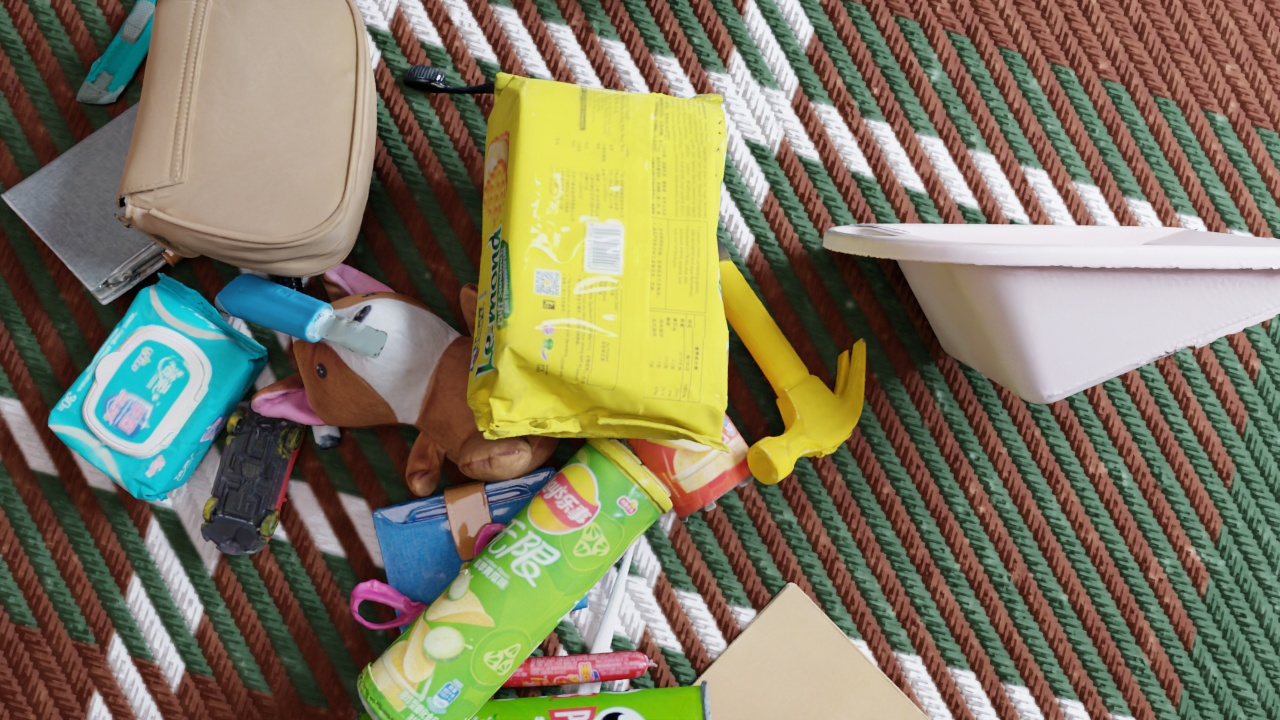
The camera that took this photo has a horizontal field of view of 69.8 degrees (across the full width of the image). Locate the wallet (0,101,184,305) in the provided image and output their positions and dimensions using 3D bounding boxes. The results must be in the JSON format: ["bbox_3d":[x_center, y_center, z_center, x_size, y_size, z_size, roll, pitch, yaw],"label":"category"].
[{"bbox_3d":[-0.350,-0.113,0.639,0.129,0.037,0.106,-43,90,-16],"label":"wallet"}]

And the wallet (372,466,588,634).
[{"bbox_3d":[-0.110,0.137,0.638,0.133,0.040,0.106,-13,92,-4],"label":"wallet"}]

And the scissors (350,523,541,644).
[{"bbox_3d":[-0.127,0.166,0.614,0.134,0.017,0.133,17,98,-14],"label":"scissors"}]

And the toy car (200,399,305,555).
[{"bbox_3d":[-0.267,0.081,0.635,0.049,0.031,0.106,14,85,-1],"label":"toy car"}]

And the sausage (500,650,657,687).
[{"bbox_3d":[-0.066,0.215,0.635,0.156,0.020,0.020,-5,87,5],"label":"sausage"}]

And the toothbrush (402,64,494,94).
[{"bbox_3d":[-0.081,-0.193,0.651,0.189,0.014,0.017,9,77,12],"label":"toothbrush"}]

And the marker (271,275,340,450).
[{"bbox_3d":[-0.236,-0.001,0.650,0.023,0.018,0.130,-15,87,21],"label":"marker"}]

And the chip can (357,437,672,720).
[{"bbox_3d":[-0.078,0.145,0.576,0.072,0.073,0.221,44,80,0],"label":"chip can"}]

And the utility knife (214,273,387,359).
[{"bbox_3d":[-0.216,-0.028,0.579,0.034,0.219,0.018,-54,132,-19],"label":"utility knife"}]

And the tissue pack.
[{"bbox_3d":[-0.326,0.018,0.627,0.093,0.050,0.133,33,85,0],"label":"tissue pack"}]

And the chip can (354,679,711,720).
[{"bbox_3d":[-0.069,0.258,0.606,0.236,0.072,0.072,-5,87,1],"label":"chip can"}]

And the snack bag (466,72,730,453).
[{"bbox_3d":[-0.020,-0.066,0.565,0.158,0.068,0.246,4,71,-13],"label":"snack bag"}]

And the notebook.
[{"bbox_3d":[0.088,0.283,0.653,0.207,0.008,0.148,-45,89,-5],"label":"notebook"}]

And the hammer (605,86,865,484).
[{"bbox_3d":[0.052,-0.065,0.643,0.128,0.033,0.300,-29,81,-34],"label":"hammer"}]

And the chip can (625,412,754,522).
[{"bbox_3d":[-0.004,0.004,0.634,0.073,0.073,0.216,-35,90,-5],"label":"chip can"}]

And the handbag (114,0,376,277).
[{"bbox_3d":[-0.252,-0.155,0.610,0.147,0.100,0.204,3,70,-11],"label":"handbag"}]

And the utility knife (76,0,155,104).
[{"bbox_3d":[-0.351,-0.257,0.661,0.029,0.013,0.176,29,86,-2],"label":"utility knife"}]

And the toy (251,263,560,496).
[{"bbox_3d":[-0.146,0.009,0.602,0.200,0.131,0.139,20,64,14],"label":"toy"}]

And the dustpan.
[{"bbox_3d":[0.268,-0.078,0.580,0.273,0.222,0.139,-27,100,3],"label":"dustpan"}]

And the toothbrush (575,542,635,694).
[{"bbox_3d":[-0.021,0.179,0.652,0.016,0.016,0.180,16,88,2],"label":"toothbrush"}]
